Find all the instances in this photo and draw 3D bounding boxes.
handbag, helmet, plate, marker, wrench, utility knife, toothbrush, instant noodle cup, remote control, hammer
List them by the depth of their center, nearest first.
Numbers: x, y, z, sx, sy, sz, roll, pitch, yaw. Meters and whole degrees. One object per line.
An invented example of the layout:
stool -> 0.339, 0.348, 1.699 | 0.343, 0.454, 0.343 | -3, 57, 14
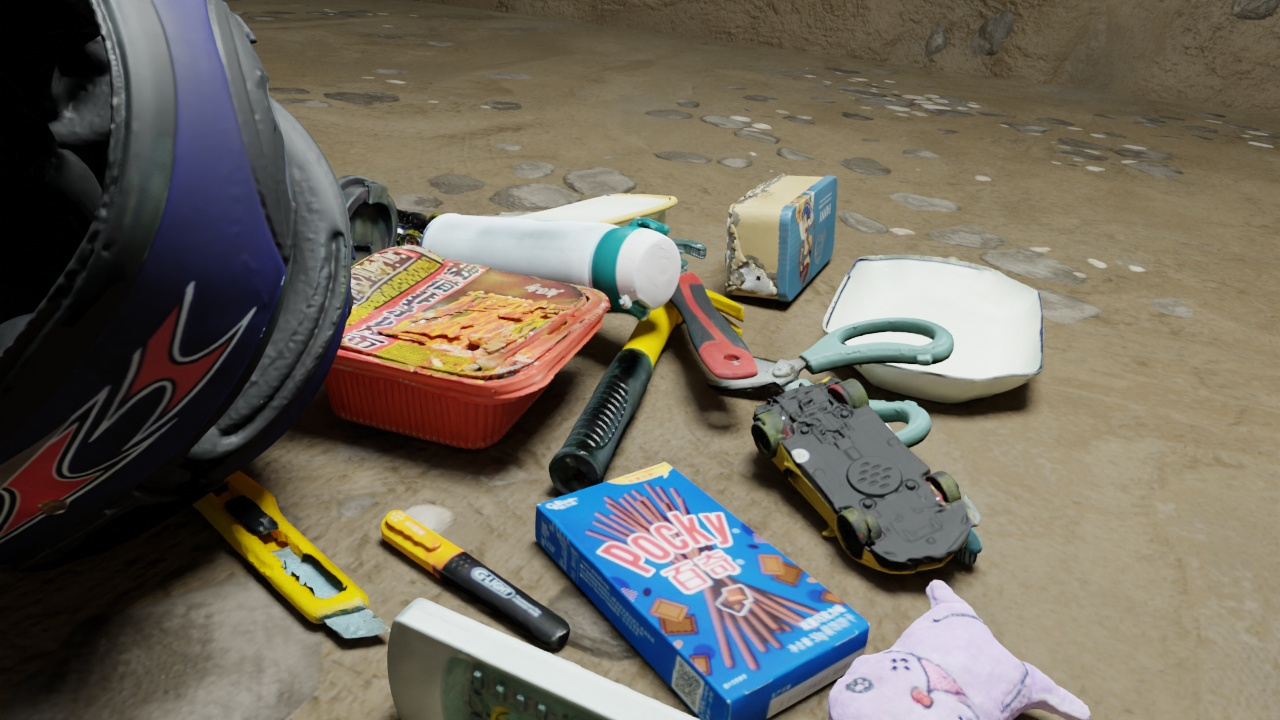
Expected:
remote control -> -0.036, 0.135, 0.341 | 0.135, 0.056, 0.019 | 16, 29, 22
helmet -> -0.253, -0.041, 0.418 | 0.316, 0.247, 0.240 | -22, -7, 17
marker -> -0.082, 0.104, 0.445 | 0.124, 0.015, 0.018 | 24, 36, 31
utility knife -> -0.178, 0.091, 0.454 | 0.174, 0.015, 0.033 | 25, 36, 36
toothbrush -> 0.162, 0.065, 0.567 | 0.016, 0.018, 0.191 | -5, 25, -7
instant noodle cup -> -0.124, -0.009, 0.596 | 0.189, 0.079, 0.164 | 11, 27, 16
hammer -> -0.004, 0.004, 0.644 | 0.129, 0.033, 0.299 | 8, 26, 10
wrench -> 0.042, -0.048, 0.700 | 0.056, 0.016, 0.273 | 0, 25, -7
plate -> 0.240, -0.029, 0.749 | 0.162, 0.034, 0.264 | 12, 27, 17
handbag -> -0.073, -0.116, 0.856 | 0.179, 0.063, 0.163 | 16, 27, 42

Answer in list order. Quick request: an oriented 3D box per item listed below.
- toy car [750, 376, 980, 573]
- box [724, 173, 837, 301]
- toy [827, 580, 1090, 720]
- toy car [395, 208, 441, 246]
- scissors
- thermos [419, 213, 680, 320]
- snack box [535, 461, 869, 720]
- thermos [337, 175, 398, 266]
toy car -> 0.121, 0.064, 0.520 | 0.071, 0.041, 0.156 | -21, 40, -15
box -> 0.136, -0.120, 0.855 | 0.062, 0.090, 0.183 | 10, 27, 25
toy -> 0.124, 0.140, 0.377 | 0.107, 0.039, 0.084 | -16, 42, -38
toy car -> -0.237, -0.121, 0.850 | 0.158, 0.042, 0.070 | 15, 27, 8
scissors -> 0.136, 0.003, 0.636 | 0.178, 0.019, 0.169 | 19, 51, 44
thermos -> -0.072, -0.078, 0.706 | 0.225, 0.073, 0.073 | 9, 24, 37
snack box -> 0.023, 0.106, 0.444 | 0.084, 0.026, 0.157 | -15, 32, -33
thermos -> -0.282, -0.112, 0.780 | 0.143, 0.093, 0.092 | 7, 25, 22
